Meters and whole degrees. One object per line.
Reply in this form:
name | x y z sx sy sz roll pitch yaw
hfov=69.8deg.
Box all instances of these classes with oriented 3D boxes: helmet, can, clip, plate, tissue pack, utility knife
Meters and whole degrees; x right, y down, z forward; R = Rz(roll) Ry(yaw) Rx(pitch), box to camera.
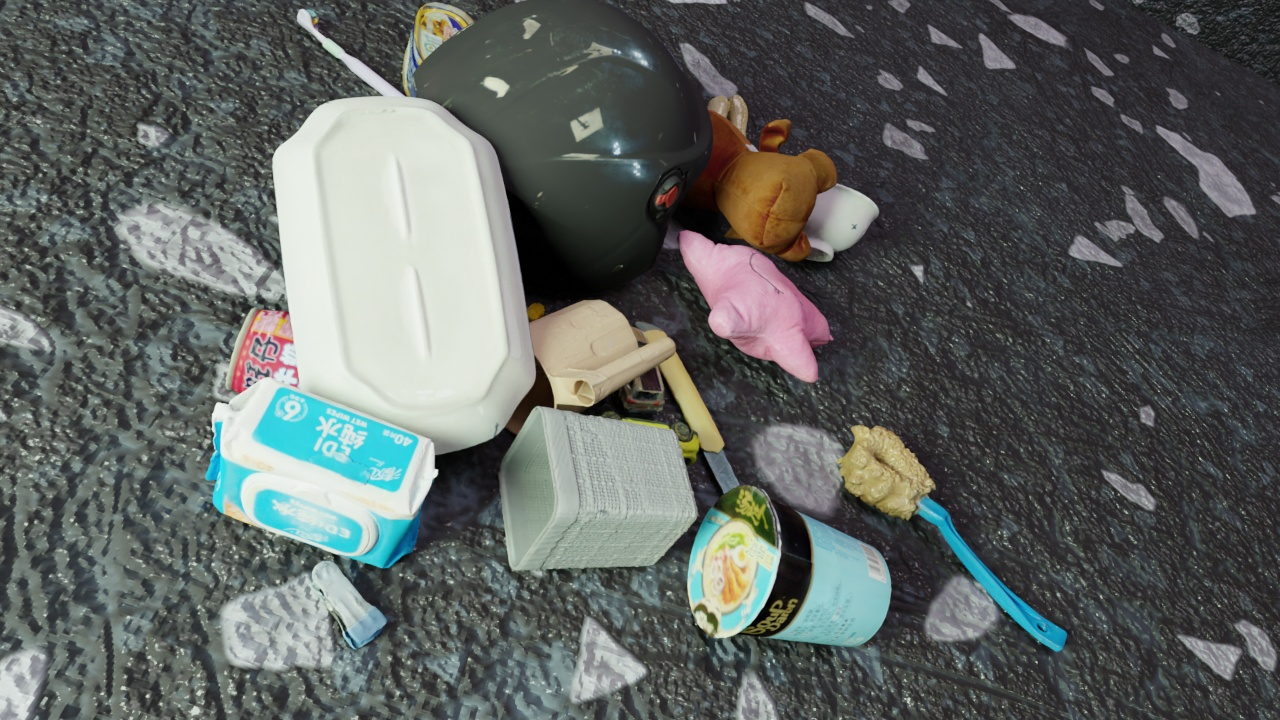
helmet | -0.069 -0.200 0.802 0.274 0.230 0.233 -36 69 -4
can | -0.231 0.005 0.639 0.093 0.067 0.066 18 44 -14
clip | -0.183 0.150 0.569 0.057 0.033 0.025 47 47 11
plate | -0.158 -0.068 0.628 0.161 0.034 0.265 -6 78 -21
can | -0.207 -0.314 0.959 0.074 0.049 0.148 10 47 -22
tissue pack | -0.200 0.075 0.576 0.140 0.090 0.063 23 47 -10
utility knife | 0.045 0.041 0.797 0.030 0.021 0.207 -6 48 -29

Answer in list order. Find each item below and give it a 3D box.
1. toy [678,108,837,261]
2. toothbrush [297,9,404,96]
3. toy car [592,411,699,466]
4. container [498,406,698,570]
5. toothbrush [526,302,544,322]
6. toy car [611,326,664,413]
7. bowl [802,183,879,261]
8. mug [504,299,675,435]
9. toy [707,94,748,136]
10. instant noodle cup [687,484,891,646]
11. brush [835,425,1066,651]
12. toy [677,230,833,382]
toy | 0.100 -0.191 0.941 0.200 0.140 0.130 30 28 24
toothbrush | -0.272 -0.290 0.923 0.189 0.029 0.021 41 84 7
toy car | -0.004 0.068 0.725 0.105 0.048 0.032 12 58 -21
container | -0.030 0.095 0.656 0.114 0.090 0.090 8 48 -27
toothbrush | -0.127 0.007 0.733 0.015 0.017 0.189 34 43 3
toy car | -0.005 0.005 0.792 0.042 0.035 0.090 6 46 -26
bowl | 0.196 -0.148 1.013 0.118 0.118 0.064 19 84 -13
mug | -0.048 0.004 0.711 0.103 0.125 0.084 -29 112 -45
toy | 0.106 -0.247 1.061 0.105 0.066 0.157 9 54 -15
instant noodle cup | 0.113 0.160 0.674 0.120 0.111 0.111 21 43 -24
brush | 0.274 0.157 0.812 0.254 0.046 0.083 46 40 9
toy | 0.116 -0.057 0.888 0.178 0.075 0.194 24 30 -29
